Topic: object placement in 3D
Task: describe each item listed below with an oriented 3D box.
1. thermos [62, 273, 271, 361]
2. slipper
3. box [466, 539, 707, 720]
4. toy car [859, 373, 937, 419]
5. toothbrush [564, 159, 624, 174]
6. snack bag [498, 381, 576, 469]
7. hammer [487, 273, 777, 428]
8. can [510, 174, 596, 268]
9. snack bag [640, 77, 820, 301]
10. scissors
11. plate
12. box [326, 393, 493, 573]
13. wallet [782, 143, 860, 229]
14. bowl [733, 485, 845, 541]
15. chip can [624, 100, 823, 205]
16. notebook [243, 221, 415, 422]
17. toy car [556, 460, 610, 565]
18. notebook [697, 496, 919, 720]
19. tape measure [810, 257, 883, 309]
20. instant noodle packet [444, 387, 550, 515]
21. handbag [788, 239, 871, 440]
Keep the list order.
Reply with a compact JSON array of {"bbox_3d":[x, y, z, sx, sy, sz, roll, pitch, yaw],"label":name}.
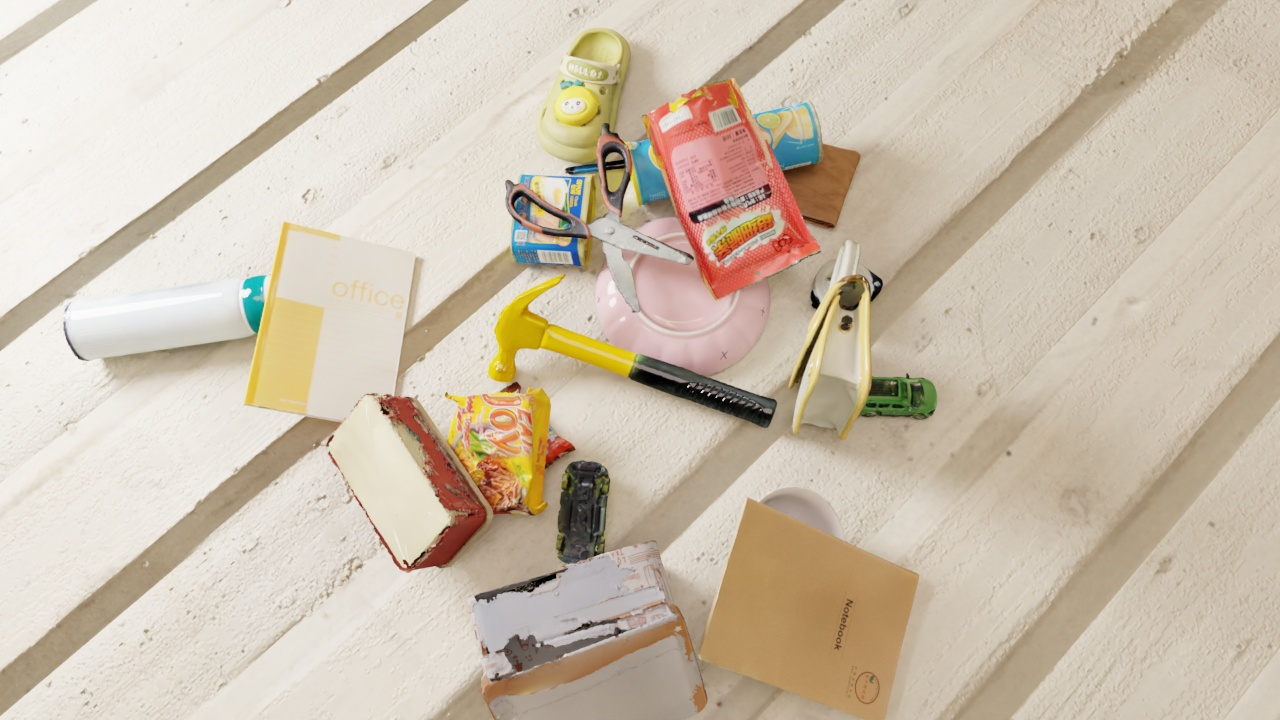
[{"bbox_3d":[-0.484,-0.050,0.980,0.224,0.073,0.073,-9,70,-2],"label":"thermos"},{"bbox_3d":[-0.066,-0.322,1.062,0.092,0.082,0.190,12,68,8],"label":"slipper"},{"bbox_3d":[-0.042,0.266,0.809,0.182,0.150,0.166,-16,72,-4],"label":"box"},{"bbox_3d":[0.262,0.036,0.946,0.091,0.036,0.043,2,68,-2],"label":"toy car"},{"bbox_3d":[0.005,-0.232,1.061,0.189,0.016,0.014,-7,59,0],"label":"toothbrush"},{"bbox_3d":[-0.116,0.068,0.948,0.048,0.026,0.104,-34,72,-20],"label":"snack bag"},{"bbox_3d":[-0.006,0.006,0.945,0.301,0.032,0.129,20,113,1],"label":"hammer"},{"bbox_3d":[-0.096,-0.155,1.014,0.083,0.057,0.102,4,70,5],"label":"can"},{"bbox_3d":[0.090,-0.180,0.952,0.128,0.073,0.208,-25,92,-4],"label":"snack bag"},{"bbox_3d":[-0.046,-0.148,0.965,0.189,0.015,0.225,-10,73,5],"label":"scissors"},{"bbox_3d":[0.046,-0.076,0.989,0.192,0.039,0.192,-1,70,1],"label":"plate"},{"bbox_3d":[-0.228,0.114,0.881,0.091,0.078,0.168,-47,66,16],"label":"box"},{"bbox_3d":[0.182,-0.209,1.047,0.115,0.020,0.101,18,70,11],"label":"wallet"},{"bbox_3d":[0.129,0.179,0.872,0.118,0.065,0.118,4,80,-24],"label":"bowl"},{"bbox_3d":[0.091,-0.230,1.018,0.210,0.071,0.071,-13,70,2],"label":"chip can"},{"bbox_3d":[-0.322,-0.037,0.968,0.145,0.010,0.206,13,68,-22],"label":"notebook"},{"bbox_3d":[-0.057,0.152,0.913,0.048,0.032,0.105,4,81,3],"label":"toy car"},{"bbox_3d":[0.159,0.230,0.837,0.207,0.008,0.147,26,72,-19],"label":"notebook"},{"bbox_3d":[0.217,-0.076,0.988,0.066,0.034,0.065,37,73,13],"label":"tape measure"},{"bbox_3d":[-0.145,0.090,0.915,0.111,0.044,0.128,-2,80,12],"label":"instant noodle packet"},{"bbox_3d":[0.187,-0.025,0.902,0.063,0.163,0.178,7,68,5],"label":"handbag"}]
